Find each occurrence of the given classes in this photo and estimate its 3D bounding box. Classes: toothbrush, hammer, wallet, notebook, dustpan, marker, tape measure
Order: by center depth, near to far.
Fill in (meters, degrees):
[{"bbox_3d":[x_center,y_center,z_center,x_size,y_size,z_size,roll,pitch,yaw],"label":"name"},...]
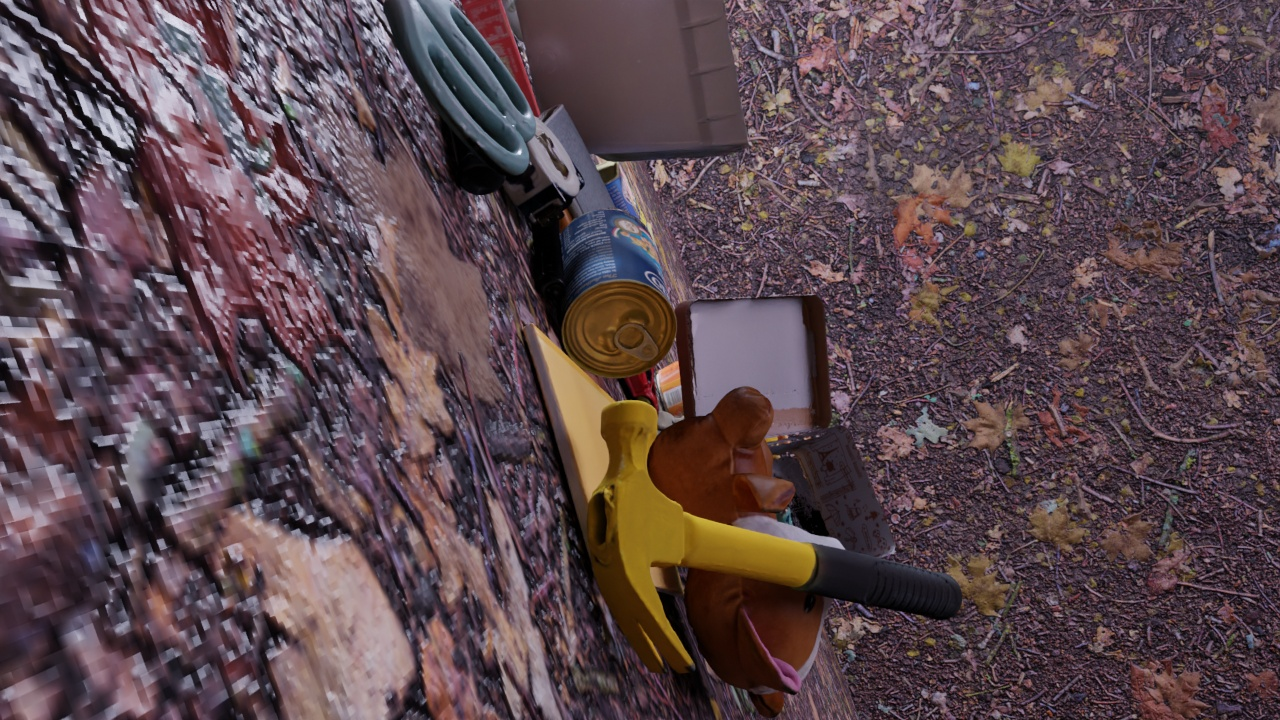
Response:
[{"bbox_3d":[0.091,0.119,0.528,0.300,0.033,0.128,20,62,-37],"label":"hammer"},{"bbox_3d":[-0.111,-0.183,0.546,0.027,0.026,0.212,80,-6,-58],"label":"toothbrush"},{"bbox_3d":[-0.016,0.073,0.574,0.206,0.010,0.145,50,20,-69],"label":"notebook"},{"bbox_3d":[-0.070,-0.128,0.610,0.066,0.034,0.065,54,20,-20],"label":"tape measure"},{"bbox_3d":[-0.066,-0.087,0.635,0.022,0.020,0.131,30,29,-29],"label":"marker"},{"bbox_3d":[-0.057,-0.135,0.753,0.130,0.037,0.106,63,21,-23],"label":"wallet"},{"bbox_3d":[-0.131,-0.340,0.843,0.221,0.026,0.027,-7,118,-83],"label":"toothbrush"},{"bbox_3d":[-0.012,-0.296,0.867,0.142,0.258,0.223,-36,118,-57],"label":"dustpan"}]

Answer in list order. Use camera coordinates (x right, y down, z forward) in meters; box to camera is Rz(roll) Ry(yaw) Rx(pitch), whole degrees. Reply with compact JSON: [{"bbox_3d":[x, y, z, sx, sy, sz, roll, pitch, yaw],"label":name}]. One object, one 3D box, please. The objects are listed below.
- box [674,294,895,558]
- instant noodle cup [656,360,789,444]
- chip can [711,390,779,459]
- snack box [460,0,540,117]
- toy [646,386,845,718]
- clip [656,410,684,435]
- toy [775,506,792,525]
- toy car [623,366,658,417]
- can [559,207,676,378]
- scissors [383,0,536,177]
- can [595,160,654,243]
[{"bbox_3d":[0.116,0.072,0.825,0.178,0.103,0.260,-6,71,-39],"label":"box"},{"bbox_3d":[0.090,0.048,1.023,0.151,0.111,0.151,-21,89,-83],"label":"instant noodle cup"},{"bbox_3d":[0.111,0.125,0.928,0.072,0.072,0.213,-71,153,-79],"label":"chip can"},{"bbox_3d":[-0.107,-0.240,0.659,0.153,0.025,0.075,73,-3,-75],"label":"snack box"},{"bbox_3d":[0.075,0.129,0.614,0.140,0.130,0.199,70,12,-59],"label":"toy"},{"bbox_3d":[0.030,0.071,0.862,0.101,0.097,0.035,-1,64,-37],"label":"clip"},{"bbox_3d":[0.105,0.158,0.694,0.091,0.030,0.097,-68,156,-46],"label":"toy"},{"bbox_3d":[-0.005,0.005,0.779,0.049,0.031,0.106,-95,164,-62],"label":"toy car"},{"bbox_3d":[-0.020,-0.050,0.638,0.111,0.075,0.075,-102,168,-55],"label":"can"},{"bbox_3d":[-0.108,-0.156,0.444,0.185,0.019,0.129,39,28,-45],"label":"scissors"},{"bbox_3d":[-0.029,-0.154,0.949,0.102,0.057,0.083,-96,161,-66],"label":"can"}]
